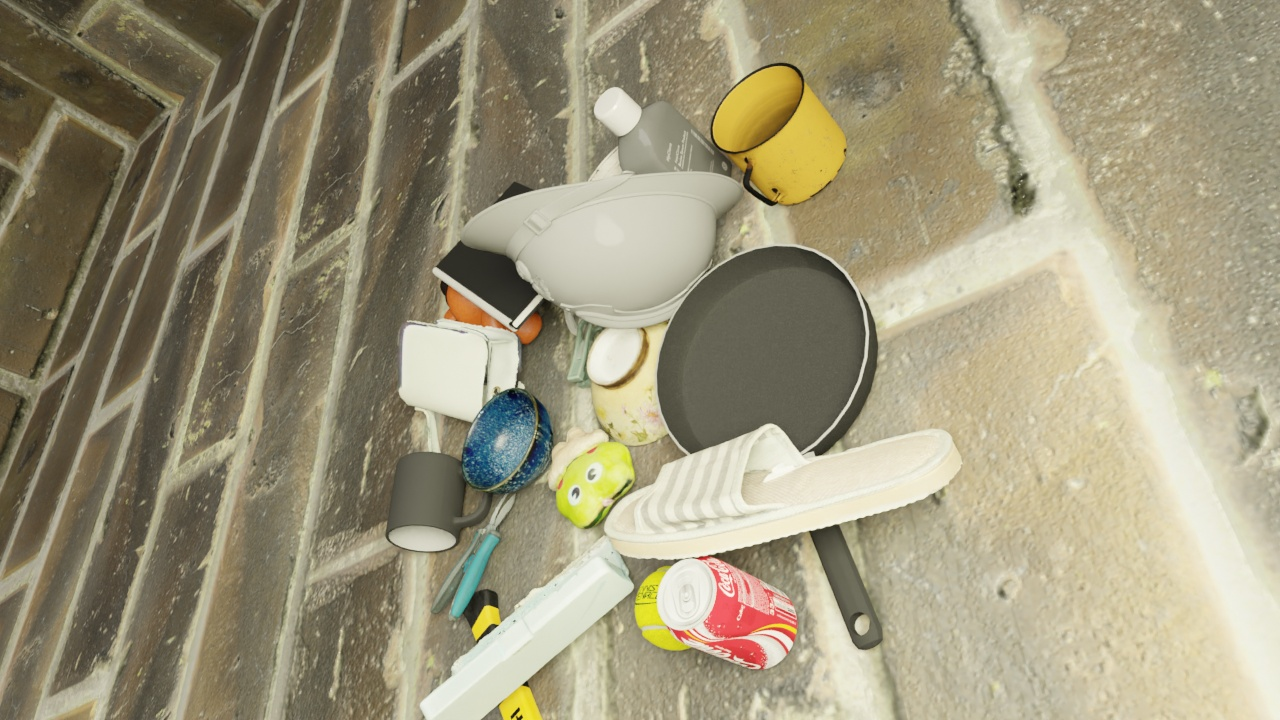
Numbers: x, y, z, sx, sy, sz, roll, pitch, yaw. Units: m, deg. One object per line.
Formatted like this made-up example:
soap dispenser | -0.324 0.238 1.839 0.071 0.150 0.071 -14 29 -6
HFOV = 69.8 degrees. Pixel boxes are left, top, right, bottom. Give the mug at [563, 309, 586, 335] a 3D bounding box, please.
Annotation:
mug | -0.068 -0.085 1.026 0.089 0.071 0.107 47 127 54

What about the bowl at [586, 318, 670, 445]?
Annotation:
bowl | -0.005 0.005 0.897 0.145 0.063 0.145 -24 51 32

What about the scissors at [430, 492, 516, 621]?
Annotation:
scissors | -0.174 0.209 0.950 0.125 0.019 0.155 -42 23 25

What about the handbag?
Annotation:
handbag | -0.209 0.044 1.065 0.151 0.073 0.176 10 99 35

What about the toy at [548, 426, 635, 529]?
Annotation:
toy | -0.053 0.107 0.893 0.092 0.043 0.117 -50 39 9

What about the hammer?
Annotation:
hammer | -0.105 0.326 0.813 0.170 0.034 0.324 -50 39 9

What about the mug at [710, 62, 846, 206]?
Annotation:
mug | 0.131 -0.203 0.875 0.101 0.094 0.123 1 64 44

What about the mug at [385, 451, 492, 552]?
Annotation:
mug | -0.218 0.154 1.009 0.114 0.078 0.087 -7 56 10

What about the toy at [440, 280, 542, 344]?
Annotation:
toy | -0.177 -0.081 1.101 0.176 0.096 0.112 18 78 29

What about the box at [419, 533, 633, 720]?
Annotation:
box | -0.099 0.233 0.803 0.197 0.074 0.126 -40 17 0

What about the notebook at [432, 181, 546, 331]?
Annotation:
notebook | -0.141 -0.123 1.029 0.149 0.016 0.207 -49 40 -7

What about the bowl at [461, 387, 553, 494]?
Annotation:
bowl | -0.128 0.091 0.964 0.115 0.060 0.114 -24 51 34

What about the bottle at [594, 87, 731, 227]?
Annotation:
bottle | 0.023 -0.208 0.924 0.046 0.173 0.083 -15 55 38

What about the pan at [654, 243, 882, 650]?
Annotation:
pan | 0.124 0.061 0.744 0.204 0.044 0.355 -34 54 23

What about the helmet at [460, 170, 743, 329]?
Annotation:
helmet | -0.023 -0.086 0.855 0.184 0.271 0.117 133 126 -73

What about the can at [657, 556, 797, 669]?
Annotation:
can | 0.064 0.186 0.676 0.064 0.104 0.064 -24 49 32

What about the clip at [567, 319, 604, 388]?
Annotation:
clip | -0.057 -0.008 0.986 0.023 0.042 0.075 -11 59 38

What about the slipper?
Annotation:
slipper | 0.091 0.089 0.664 0.273 0.054 0.114 -15 19 30

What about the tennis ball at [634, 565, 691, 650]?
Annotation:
tennis ball | 0.028 0.198 0.735 0.066 0.065 0.065 -25 49 32

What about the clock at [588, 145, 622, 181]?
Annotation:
clock | -0.019 -0.175 1.021 0.103 0.061 0.157 -39 -13 -44
